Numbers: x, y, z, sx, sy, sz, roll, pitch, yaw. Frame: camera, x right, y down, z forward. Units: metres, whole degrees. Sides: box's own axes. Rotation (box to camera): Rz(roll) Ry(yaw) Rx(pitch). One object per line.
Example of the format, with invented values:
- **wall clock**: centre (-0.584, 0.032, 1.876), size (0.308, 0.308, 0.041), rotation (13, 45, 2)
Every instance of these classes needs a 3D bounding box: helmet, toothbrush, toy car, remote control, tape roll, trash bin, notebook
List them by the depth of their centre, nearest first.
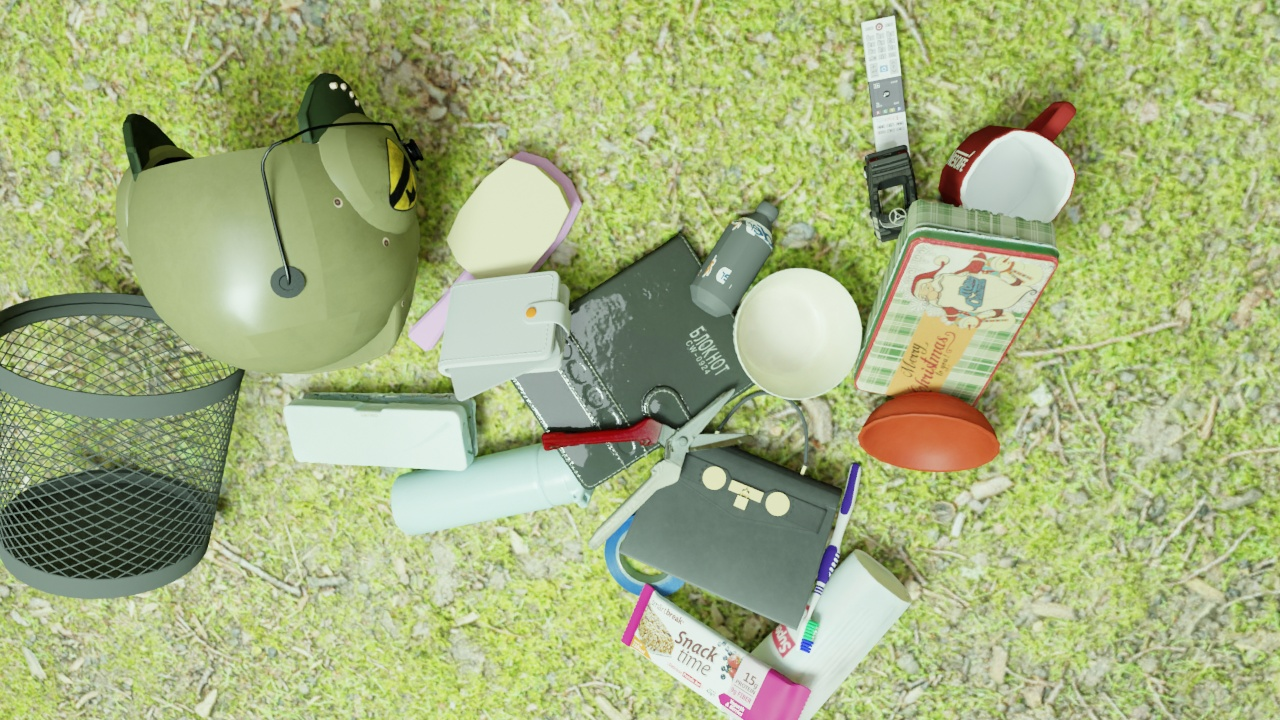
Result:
- **helmet**: centre (-0.294, -0.101, 0.771), size (0.250, 0.255, 0.233), rotation (-7, 101, 12)
- **toy car**: centre (0.217, -0.140, 0.790), size (0.040, 0.037, 0.092), rotation (-14, 136, 11)
- **remote control**: centre (0.212, -0.230, 0.792), size (0.028, 0.011, 0.124), rotation (-8, 105, 11)
- **notebook**: centre (-0.005, 0.005, 0.856), size (0.209, 0.029, 0.169), rotation (-33, 98, 0)
- **toothbrush**: centre (0.182, 0.188, 0.876), size (0.016, 0.015, 0.186), rotation (15, 80, 28)
- **trash bin**: centre (-0.513, 0.082, 0.896), size (0.218, 0.217, 0.228), rotation (18, 112, 3)
- **tape roll**: centre (0.009, 0.199, 0.945), size (0.093, 0.016, 0.091), rotation (34, 108, -2)

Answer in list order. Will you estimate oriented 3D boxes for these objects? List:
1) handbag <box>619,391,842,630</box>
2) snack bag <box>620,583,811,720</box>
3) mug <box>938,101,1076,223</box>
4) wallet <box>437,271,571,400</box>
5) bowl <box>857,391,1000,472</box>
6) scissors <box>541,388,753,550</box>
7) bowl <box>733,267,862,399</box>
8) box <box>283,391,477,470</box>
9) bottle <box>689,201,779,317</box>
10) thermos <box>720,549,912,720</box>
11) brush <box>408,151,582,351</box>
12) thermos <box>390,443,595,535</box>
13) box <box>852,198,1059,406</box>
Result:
- **handbag**: centre (0.102, 0.125, 0.877), size (0.176, 0.072, 0.195), rotation (21, 87, 12)
- **snack bag**: centre (0.068, 0.298, 0.900), size (0.197, 0.016, 0.070), rotation (27, 98, 29)
- **mug**: centre (0.308, -0.160, 0.753), size (0.080, 0.096, 0.116), rotation (35, 108, -2)
- **wallet**: centre (-0.121, -0.018, 0.813), size (0.118, 0.037, 0.115), rotation (-5, 64, 17)
- **bowl**: centre (0.261, 0.062, 0.832), size (0.122, 0.122, 0.035), rotation (9, 63, 6)
- **scissors**: centre (0.001, 0.096, 0.847), size (0.198, 0.015, 0.179), rotation (14, 96, -9)
- **bowl**: centre (0.133, -0.025, 0.826), size (0.115, 0.062, 0.115), rotation (-1, 94, -9)
- **box**: centre (-0.260, 0.073, 0.921), size (0.199, 0.067, 0.083), rotation (-1, 85, 16)
- **bottle**: centre (0.088, -0.093, 0.826), size (0.047, 0.047, 0.112), rotation (32, 85, -1)
- **thermos**: centre (0.169, 0.291, 0.915), size (0.099, 0.099, 0.221), rotation (38, 102, -3)
- **brush**: centre (-0.152, -0.093, 0.873), size (0.089, 0.043, 0.229), rotation (41, 108, -4)
- **thermos**: centre (-0.144, 0.125, 0.923), size (0.207, 0.065, 0.077), rotation (-14, 61, 12)
- **box**: centre (0.255, -0.039, 0.766), size (0.118, 0.050, 0.206), rotation (13, 145, 5)
